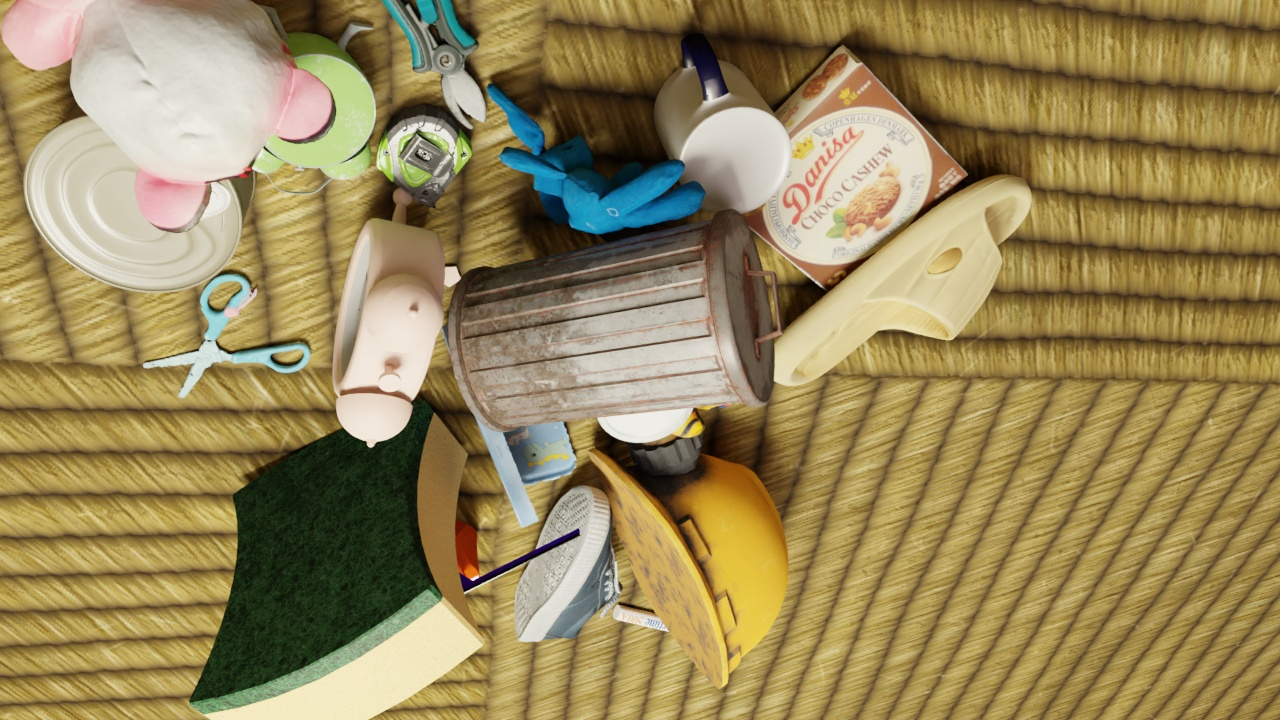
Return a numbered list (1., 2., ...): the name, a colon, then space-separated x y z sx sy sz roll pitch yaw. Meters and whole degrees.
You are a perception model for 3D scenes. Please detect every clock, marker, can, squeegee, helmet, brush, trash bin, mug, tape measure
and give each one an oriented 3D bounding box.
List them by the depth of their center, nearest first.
1. clock: -0.223 -0.166 0.613 0.094 0.042 0.120 -3 128 -34
2. can: -0.332 -0.119 0.622 0.127 0.073 0.128 -5 127 -8
3. trash bin: -0.009 -0.023 0.632 0.211 0.130 0.131 -9 130 20
4. mug: 0.052 -0.173 0.644 0.078 0.096 0.112 -19 128 2
5. tape measure: -0.156 -0.149 0.658 0.058 0.035 0.066 29 117 -27
6. clock: -0.173 -0.030 0.664 0.086 0.160 0.131 15 122 -20
7. brush: -0.237 0.163 0.739 0.195 0.250 0.075 -26 127 5
8. mug: -0.005 0.004 0.760 0.082 0.105 0.082 -5 127 -7
9. squeegee: -0.169 0.177 0.819 0.249 0.185 0.055 -26 93 0
10. helmet: 0.065 0.165 0.859 0.131 0.205 0.255 -28 115 -16
11. marker: 0.036 0.301 1.045 0.145 0.017 0.017 20 120 -24

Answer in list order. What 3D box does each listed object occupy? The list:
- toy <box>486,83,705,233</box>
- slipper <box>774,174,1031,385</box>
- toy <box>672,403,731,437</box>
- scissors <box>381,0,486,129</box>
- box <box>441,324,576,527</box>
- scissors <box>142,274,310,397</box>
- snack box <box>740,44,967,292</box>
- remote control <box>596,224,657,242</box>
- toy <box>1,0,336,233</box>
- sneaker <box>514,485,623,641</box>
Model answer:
1. toy: -0.036 -0.123 0.632 0.071 0.176 0.113 -54 142 -9
2. slipper: 0.223 -0.049 0.755 0.262 0.079 0.111 -37 151 10
3. toy: 0.055 0.024 0.797 0.103 0.084 0.046 -39 141 -28
4. scissors: -0.139 -0.230 0.613 0.131 0.019 0.150 18 120 -22
5. box: -0.105 0.046 0.802 0.079 0.072 0.210 -22 127 -12
6. scissors: -0.330 -0.007 0.748 0.119 0.015 0.139 29 122 -27
7. snack box: 0.155 -0.144 0.722 0.147 0.041 0.143 33 115 -31
8. remote control: -0.003 -0.096 0.741 0.033 0.015 0.146 -42 123 19
9. toy: -0.284 -0.191 0.523 0.142 0.084 0.213 -32 100 -3
10. sneaker: -0.059 0.211 0.908 0.087 0.089 0.236 8 137 -20
